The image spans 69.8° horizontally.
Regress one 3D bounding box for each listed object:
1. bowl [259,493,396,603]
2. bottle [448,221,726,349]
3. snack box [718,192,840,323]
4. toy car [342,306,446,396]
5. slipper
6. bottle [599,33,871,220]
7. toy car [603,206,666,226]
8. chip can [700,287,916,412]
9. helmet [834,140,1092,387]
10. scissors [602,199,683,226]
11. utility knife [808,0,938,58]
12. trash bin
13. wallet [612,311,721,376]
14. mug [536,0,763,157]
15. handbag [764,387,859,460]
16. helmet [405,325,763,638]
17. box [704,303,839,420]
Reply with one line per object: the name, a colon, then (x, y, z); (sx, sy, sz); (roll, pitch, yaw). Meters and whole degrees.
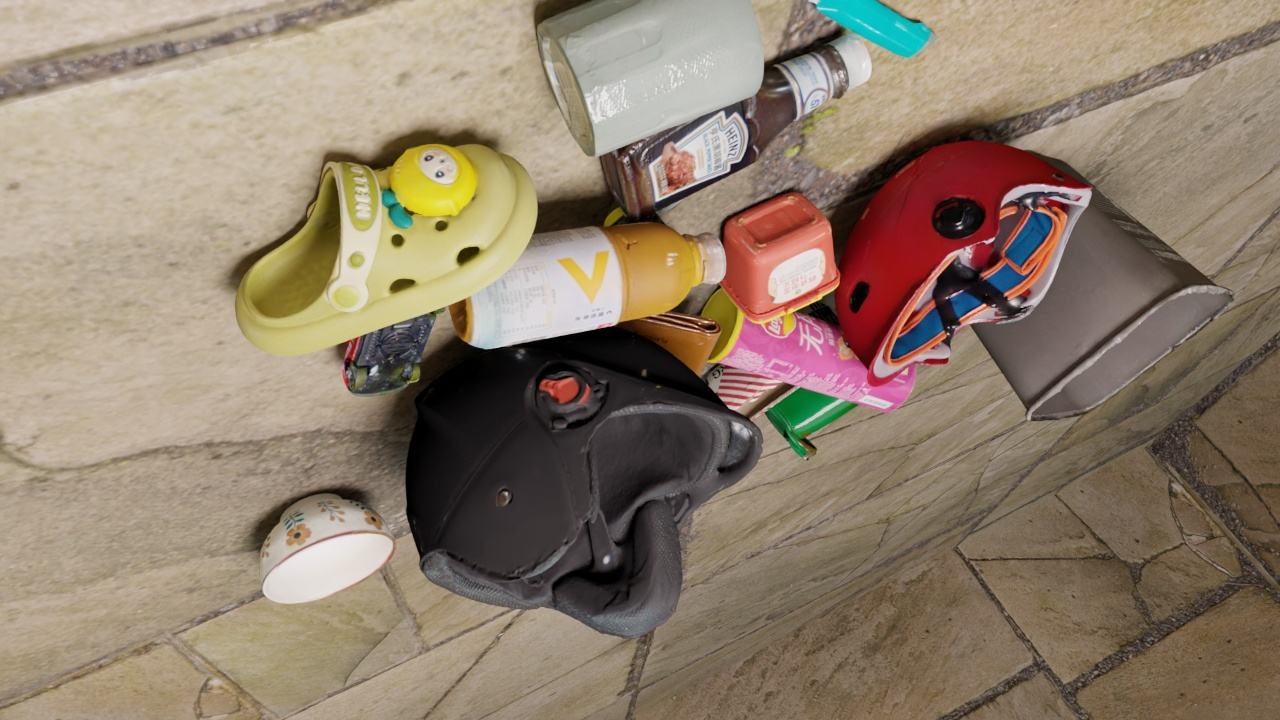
bowl: (-0.278, 0.157, 0.800); (0.113, 0.062, 0.114); (-23, 150, -14)
bottle: (-0.032, -0.055, 0.611); (0.189, 0.068, 0.068); (-12, 148, -25)
snack box: (0.116, -0.088, 0.770); (0.091, 0.082, 0.080); (-25, 142, -11)
toy car: (-0.169, -0.024, 0.623); (0.052, 0.045, 0.121); (-5, 138, -38)
slipper: (-0.152, -0.070, 0.522); (0.190, 0.091, 0.082); (-26, 150, -1)
bottle: (0.066, -0.166, 0.625); (0.194, 0.044, 0.080); (-28, 148, -8)
toy car: (0.003, -0.083, 0.691); (0.048, 0.032, 0.105); (-40, 149, 5)
chip can: (0.159, -0.008, 0.870); (0.210, 0.071, 0.072); (16, 132, -25)
helmet: (0.258, -0.097, 0.818); (0.240, 0.144, 0.207); (-32, 151, -9)
scissors: (-0.042, -0.075, 0.704); (0.162, 0.012, 0.176); (-20, 149, -22)
utility knife: (0.143, -0.237, 0.614); (0.221, 0.013, 0.029); (0, 142, -48)
trash bin: (0.434, -0.082, 0.942); (0.198, 0.219, 0.199); (0, 141, -44)
wallet: (-0.005, 0.005, 0.823); (0.119, 0.035, 0.131); (8, 134, -16)
mug: (-0.001, -0.185, 0.503); (0.103, 0.083, 0.124); (-25, 126, -9)
handbag: (0.196, 0.031, 1.003); (0.131, 0.120, 0.068); (-33, 147, 8)
helmet: (-0.052, 0.080, 0.713); (0.275, 0.230, 0.233); (-31, 149, 3)
box: (0.144, 0.006, 0.969); (0.163, 0.075, 0.081); (-39, 140, 8)
